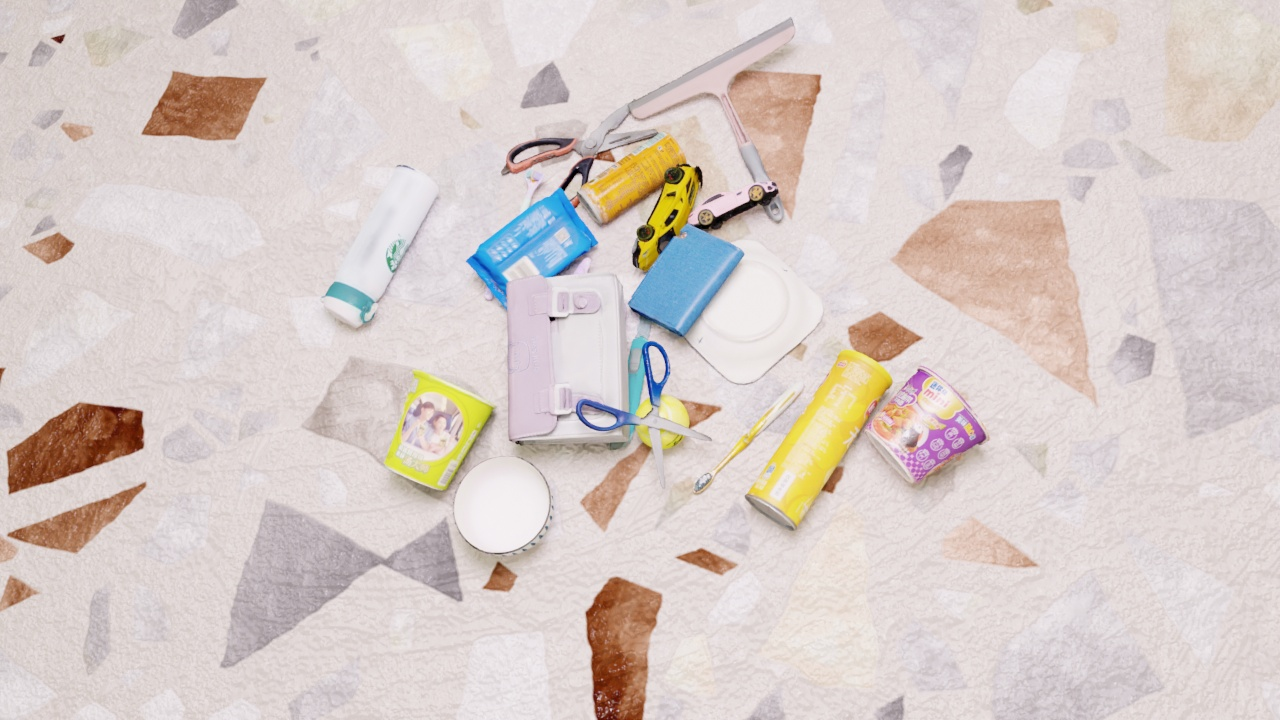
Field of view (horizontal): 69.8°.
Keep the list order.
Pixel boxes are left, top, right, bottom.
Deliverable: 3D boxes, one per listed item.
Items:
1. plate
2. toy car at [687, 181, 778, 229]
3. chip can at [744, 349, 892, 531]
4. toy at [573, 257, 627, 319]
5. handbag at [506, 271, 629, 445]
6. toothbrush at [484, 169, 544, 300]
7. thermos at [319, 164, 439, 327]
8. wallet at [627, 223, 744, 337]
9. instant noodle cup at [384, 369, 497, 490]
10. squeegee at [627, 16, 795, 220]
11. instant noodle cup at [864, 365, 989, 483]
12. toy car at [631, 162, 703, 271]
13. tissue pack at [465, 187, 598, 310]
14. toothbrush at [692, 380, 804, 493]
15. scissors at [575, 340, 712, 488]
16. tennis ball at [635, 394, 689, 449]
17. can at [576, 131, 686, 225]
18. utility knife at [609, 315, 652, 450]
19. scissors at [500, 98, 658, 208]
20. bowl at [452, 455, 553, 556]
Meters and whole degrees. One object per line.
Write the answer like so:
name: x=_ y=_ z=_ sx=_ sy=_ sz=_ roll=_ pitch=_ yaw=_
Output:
plate: x=0.129 y=-0.069 z=1.152 sx=0.163 sy=0.034 sz=0.164 roll=-42 pitch=71 yaw=-9
toy car: x=0.118 y=-0.202 z=1.177 sx=0.123 sy=0.056 sz=0.037 roll=-23 pitch=85 yaw=19
chip can: x=0.208 y=0.091 z=1.063 sx=0.072 sy=0.072 sz=0.213 roll=32 pitch=77 yaw=17
toy: x=-0.062 y=-0.073 z=1.176 sx=0.108 sy=0.039 sz=0.084 roll=42 pitch=85 yaw=18
handbag: x=-0.090 y=0.000 z=1.099 sx=0.145 sy=0.098 sz=0.197 roll=-5 pitch=79 yaw=10
toothbrush: x=-0.171 y=-0.168 z=1.229 sx=0.029 sy=0.021 sz=0.189 roll=16 pitch=80 yaw=18
thermos: x=-0.347 y=-0.150 z=1.230 sx=0.073 sy=0.073 sz=0.224 roll=20 pitch=74 yaw=14
wallet: x=0.054 y=-0.101 z=1.146 sx=0.106 sy=0.040 sz=0.133 roll=30 pitch=79 yaw=40
instant noodle cup: x=-0.250 y=0.088 z=1.114 sx=0.112 sy=0.111 sz=0.123 roll=22 pitch=82 yaw=15
squeegee: x=0.139 y=-0.292 z=1.229 sx=0.248 sy=0.040 sz=0.249 roll=-24 pitch=75 yaw=11
instant noodle cup: x=0.317 y=0.078 z=1.038 sx=0.099 sy=0.111 sz=0.111 roll=-40 pitch=70 yaw=0
toy car: x=0.035 y=-0.183 z=1.187 sx=0.041 sy=0.071 sz=0.155 roll=23 pitch=77 yaw=19
tissue pack: x=-0.140 y=-0.144 z=1.195 sx=0.157 sy=0.052 sz=0.095 roll=-39 pitch=99 yaw=-6
toothbrush: x=0.130 y=0.090 z=1.102 sx=0.191 sy=0.018 sz=0.016 roll=-44 pitch=72 yaw=-9
scissors: x=0.005 y=0.062 z=1.049 sx=0.162 sy=0.012 sz=0.173 roll=-3 pitch=81 yaw=-23
tennis ball: x=0.025 y=0.073 z=1.097 sx=0.065 sy=0.065 sz=0.065 roll=-3 pitch=70 yaw=7
can: x=-0.011 y=-0.243 z=1.221 sx=0.146 sy=0.058 sz=0.058 roll=-35 pitch=69 yaw=-6
utility knife: x=-0.007 y=0.007 z=1.154 sx=0.029 sy=0.013 sz=0.222 roll=7 pitch=71 yaw=11
scissors: x=-0.086 y=-0.286 z=1.272 sx=0.189 sy=0.015 sz=0.226 roll=19 pitch=73 yaw=14
bowl: x=-0.157 y=0.176 z=1.085 sx=0.116 sy=0.066 sz=0.116 roll=-2 pitch=70 yaw=6
